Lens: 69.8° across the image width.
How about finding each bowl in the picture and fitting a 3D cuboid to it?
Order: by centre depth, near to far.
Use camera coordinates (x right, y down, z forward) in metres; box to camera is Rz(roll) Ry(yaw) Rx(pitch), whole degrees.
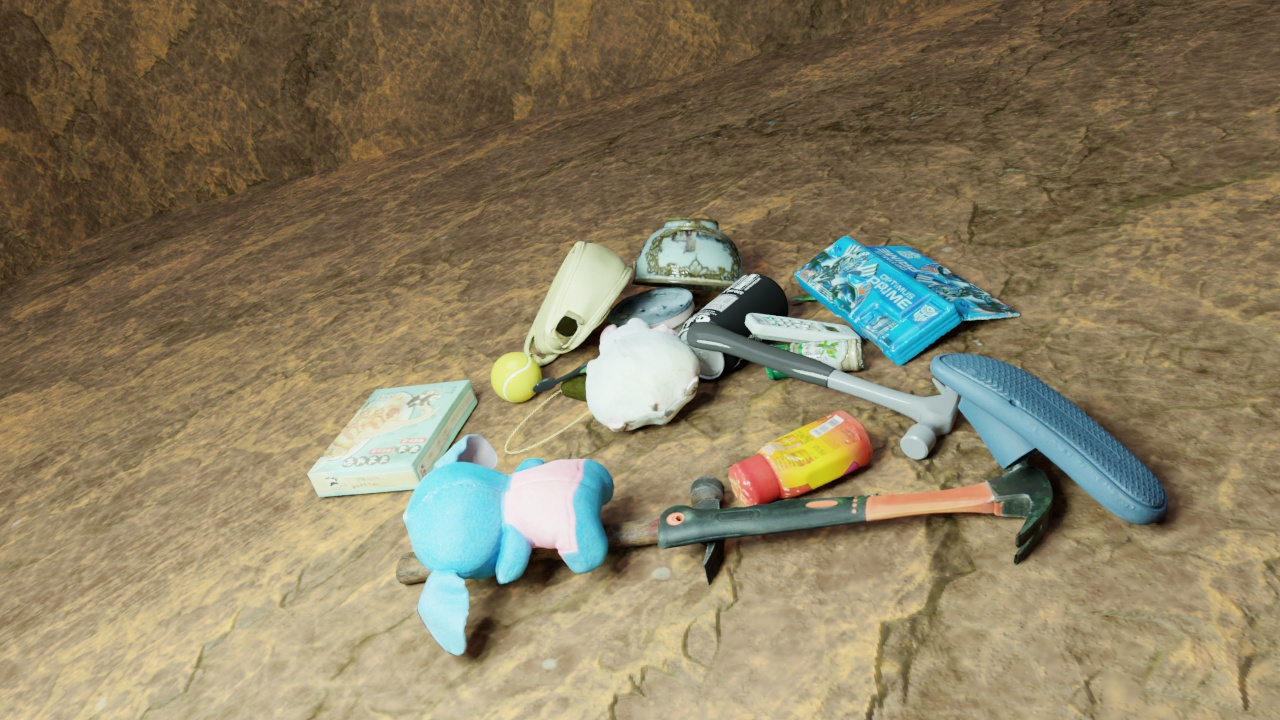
[{"bbox_3d":[0.069,-0.147,1.269,0.160,0.094,0.160,4,3,0],"label":"bowl"}]

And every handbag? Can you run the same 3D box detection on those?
[{"bbox_3d":[-0.097,0.059,1.124,0.084,0.027,0.177,11,40,46],"label":"handbag"},{"bbox_3d":[-0.079,-0.075,1.214,0.190,0.088,0.233,-62,9,-12],"label":"handbag"}]

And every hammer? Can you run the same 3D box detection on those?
[{"bbox_3d":[0.179,0.130,0.791,0.333,0.033,0.132,-7,30,9],"label":"hammer"},{"bbox_3d":[-0.082,0.182,0.875,0.331,0.033,0.119,-11,28,12],"label":"hammer"},{"bbox_3d":[0.185,0.010,0.977,0.311,0.030,0.124,21,44,32],"label":"hammer"}]

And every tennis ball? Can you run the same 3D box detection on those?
[{"bbox_3d":[-0.161,0.022,1.186,0.065,0.065,0.065,-13,27,7],"label":"tennis ball"}]

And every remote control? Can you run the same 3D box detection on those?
[{"bbox_3d":[0.191,-0.032,1.081,0.133,0.022,0.050,7,19,-12],"label":"remote control"}]

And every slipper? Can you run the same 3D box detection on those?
[{"bbox_3d":[0.336,0.063,0.769,0.214,0.059,0.103,42,36,25],"label":"slipper"}]

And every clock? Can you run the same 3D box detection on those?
[{"bbox_3d":[0.013,-0.038,1.206,0.117,0.059,0.157,-6,29,23],"label":"clock"}]

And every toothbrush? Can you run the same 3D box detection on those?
[{"bbox_3d":[-0.050,0.001,1.151,0.188,0.014,0.017,-22,21,6],"label":"toothbrush"}]

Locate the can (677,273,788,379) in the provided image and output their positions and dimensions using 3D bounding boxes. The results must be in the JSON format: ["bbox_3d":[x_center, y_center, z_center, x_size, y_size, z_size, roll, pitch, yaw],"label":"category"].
[{"bbox_3d":[0.115,-0.044,1.133,0.080,0.080,0.145,10,37,42],"label":"can"}]

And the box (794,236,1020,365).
[{"bbox_3d":[0.317,-0.095,1.123,0.175,0.060,0.243,-20,31,-9],"label":"box"}]

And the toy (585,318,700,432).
[{"bbox_3d":[-0.006,0.006,1.074,0.139,0.101,0.179,-30,34,5],"label":"toy"}]

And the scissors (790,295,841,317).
[{"bbox_3d":[0.257,-0.081,1.200,0.127,0.012,0.122,-6,29,19],"label":"scissors"}]

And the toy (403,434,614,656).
[{"bbox_3d":[-0.121,0.152,0.839,0.191,0.099,0.223,-5,40,3],"label":"toy"}]

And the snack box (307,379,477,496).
[{"bbox_3d":[-0.305,0.095,1.154,0.142,0.044,0.193,-7,28,17],"label":"snack box"}]

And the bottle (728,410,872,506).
[{"bbox_3d":[0.151,0.097,0.878,0.134,0.048,0.071,-23,27,-11],"label":"bottle"}]

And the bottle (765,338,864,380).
[{"bbox_3d":[0.199,-0.002,1.050,0.110,0.043,0.042,-5,29,19],"label":"bottle"}]
